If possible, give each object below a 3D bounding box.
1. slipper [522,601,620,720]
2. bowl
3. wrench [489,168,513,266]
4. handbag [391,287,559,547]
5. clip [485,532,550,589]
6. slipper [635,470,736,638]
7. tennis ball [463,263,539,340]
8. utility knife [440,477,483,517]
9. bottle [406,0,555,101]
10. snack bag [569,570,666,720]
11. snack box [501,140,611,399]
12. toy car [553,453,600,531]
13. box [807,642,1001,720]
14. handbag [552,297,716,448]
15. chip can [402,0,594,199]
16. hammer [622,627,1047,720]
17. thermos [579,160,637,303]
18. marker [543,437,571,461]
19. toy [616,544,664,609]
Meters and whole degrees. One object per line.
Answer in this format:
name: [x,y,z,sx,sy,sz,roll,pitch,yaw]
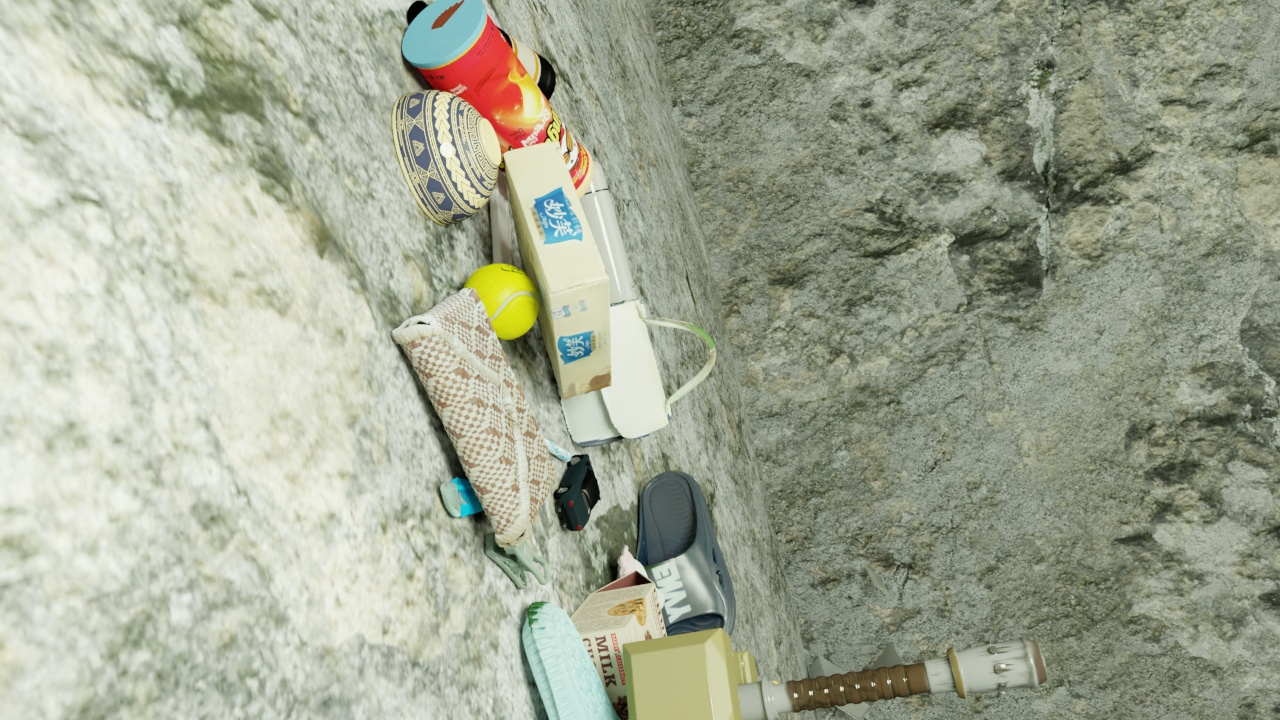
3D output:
slipper: [-0.040,0.328,0.740,0.276,0.069,0.116,63,9,8]
bowl: [-0.154,-0.176,0.775,0.112,0.061,0.112,-13,89,-78]
wrench: [-0.148,-0.195,0.944,0.066,0.018,0.273,52,28,-63]
handbag: [-0.116,0.039,0.708,0.124,0.047,0.186,-72,140,-74]
clip: [-0.098,0.161,0.740,0.076,0.043,0.023,64,19,-49]
slipper: [0.047,0.246,1.148,0.083,0.111,0.267,57,19,-51]
tennis ball: [-0.120,-0.050,0.784,0.065,0.065,0.065,-13,89,-78]
utility knife: [-0.117,0.102,0.753,0.206,0.015,0.031,1,80,-80]
bottle: [-0.155,-0.299,0.890,0.181,0.059,0.059,12,64,-60]
snack bag: [-0.015,0.278,0.896,0.206,0.070,0.094,-12,89,-78]
snack box: [-0.074,-0.076,0.854,0.208,0.055,0.153,92,-21,-63]
toy car: [-0.060,0.133,0.936,0.112,0.034,0.046,-71,146,-70]
box: [0.792,0.992,2.781,0.167,0.529,0.234,-77,155,-80]
handbag: [-0.006,0.006,0.988,0.074,0.176,0.151,-37,114,-76]
chip can: [-0.126,-0.233,0.861,0.213,0.087,0.087,50,28,-53]
hammer: [0.166,0.275,0.767,0.190,0.325,0.100,57,24,-59]
thermos: [-0.052,-0.164,1.276,0.052,0.052,0.224,-43,119,-77]
marker: [-0.094,0.079,0.893,0.142,0.013,0.013,49,30,-66]
toy: [-0.006,0.261,1.040,0.075,0.037,0.125,-83,155,-50]
